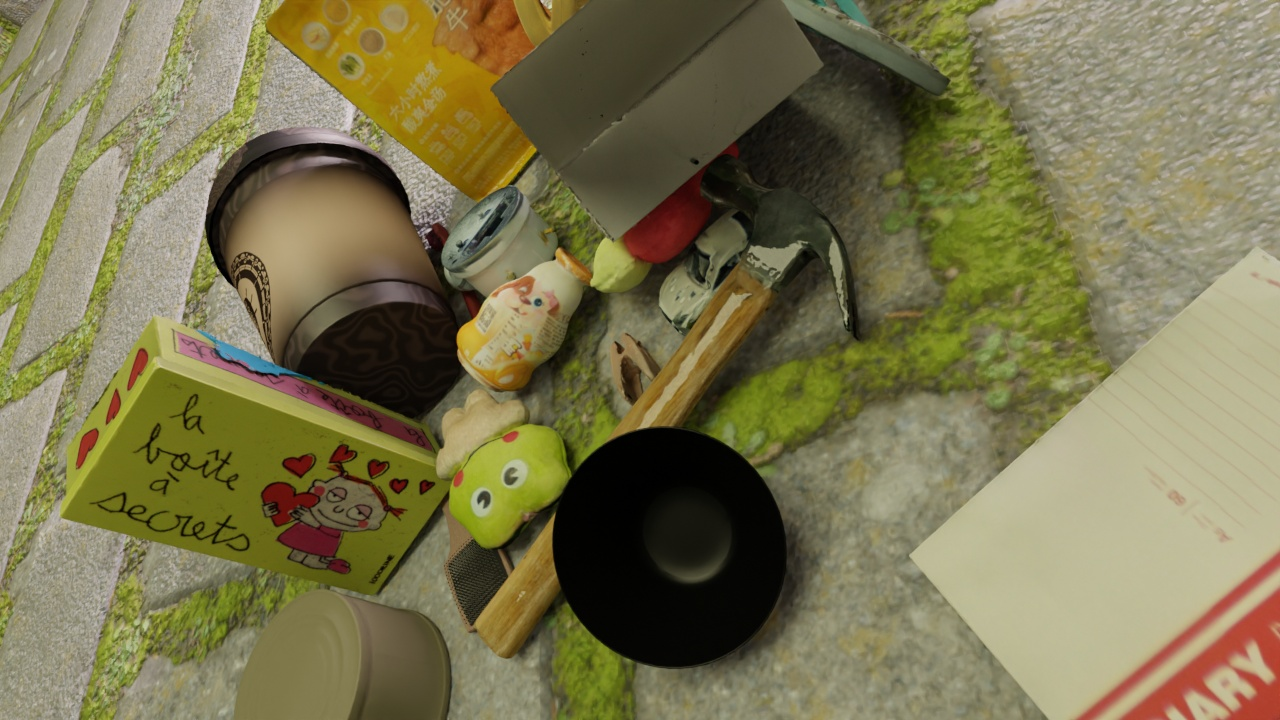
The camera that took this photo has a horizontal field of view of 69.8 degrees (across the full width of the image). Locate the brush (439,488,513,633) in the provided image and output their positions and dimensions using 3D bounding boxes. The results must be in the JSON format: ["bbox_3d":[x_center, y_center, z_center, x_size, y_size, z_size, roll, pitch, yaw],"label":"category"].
[{"bbox_3d":[-0.126,0.123,0.641,0.050,0.015,0.135,-46,46,11],"label":"brush"}]

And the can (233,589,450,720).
[{"bbox_3d":[-0.196,0.220,0.601,0.128,0.073,0.127,-20,55,30],"label":"can"}]

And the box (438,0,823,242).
[{"bbox_3d":[0.017,-0.151,0.484,0.166,0.108,0.418,-40,9,3],"label":"box"}]

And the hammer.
[{"bbox_3d":[0.005,0.044,0.552,0.132,0.033,0.331,39,98,25],"label":"hammer"}]

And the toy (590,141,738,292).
[{"bbox_3d":[0.016,-0.096,0.612,0.135,0.045,0.091,-45,14,16],"label":"toy"}]

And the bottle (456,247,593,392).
[{"bbox_3d":[-0.080,-0.030,0.657,0.109,0.063,0.063,-46,46,8],"label":"bottle"}]

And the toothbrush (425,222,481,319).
[{"bbox_3d":[-0.149,-0.059,0.764,0.016,0.016,0.189,-46,46,15],"label":"toothbrush"}]

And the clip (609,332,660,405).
[{"bbox_3d":[0.001,0.000,0.601,0.045,0.025,0.061,-34,45,19],"label":"clip"}]

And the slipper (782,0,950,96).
[{"bbox_3d":[0.109,-0.250,0.608,0.268,0.098,0.055,47,116,36],"label":"slipper"}]

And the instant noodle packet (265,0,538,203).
[{"bbox_3d":[-0.164,-0.257,0.746,0.163,0.221,0.084,-47,42,6],"label":"instant noodle packet"}]

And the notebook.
[{"bbox_3d":[0.236,0.067,0.377,0.209,0.012,0.153,-46,46,10],"label":"notebook"}]

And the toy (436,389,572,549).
[{"bbox_3d":[-0.099,0.067,0.625,0.092,0.043,0.117,-41,55,8],"label":"toy"}]

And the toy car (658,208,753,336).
[{"bbox_3d":[0.052,-0.064,0.590,0.105,0.033,0.048,-47,47,10],"label":"toy car"}]

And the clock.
[{"bbox_3d":[-0.116,-0.091,0.720,0.118,0.057,0.083,16,68,55],"label":"clock"}]

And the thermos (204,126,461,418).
[{"bbox_3d":[-0.245,-0.064,0.748,0.173,0.172,0.226,-45,52,10],"label":"thermos"}]

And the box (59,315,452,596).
[{"bbox_3d":[-0.252,0.071,0.624,0.124,0.221,0.079,-52,43,8],"label":"box"}]

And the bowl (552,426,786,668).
[{"bbox_3d":[0.020,0.097,0.496,0.124,0.052,0.124,0,89,16],"label":"bowl"}]
